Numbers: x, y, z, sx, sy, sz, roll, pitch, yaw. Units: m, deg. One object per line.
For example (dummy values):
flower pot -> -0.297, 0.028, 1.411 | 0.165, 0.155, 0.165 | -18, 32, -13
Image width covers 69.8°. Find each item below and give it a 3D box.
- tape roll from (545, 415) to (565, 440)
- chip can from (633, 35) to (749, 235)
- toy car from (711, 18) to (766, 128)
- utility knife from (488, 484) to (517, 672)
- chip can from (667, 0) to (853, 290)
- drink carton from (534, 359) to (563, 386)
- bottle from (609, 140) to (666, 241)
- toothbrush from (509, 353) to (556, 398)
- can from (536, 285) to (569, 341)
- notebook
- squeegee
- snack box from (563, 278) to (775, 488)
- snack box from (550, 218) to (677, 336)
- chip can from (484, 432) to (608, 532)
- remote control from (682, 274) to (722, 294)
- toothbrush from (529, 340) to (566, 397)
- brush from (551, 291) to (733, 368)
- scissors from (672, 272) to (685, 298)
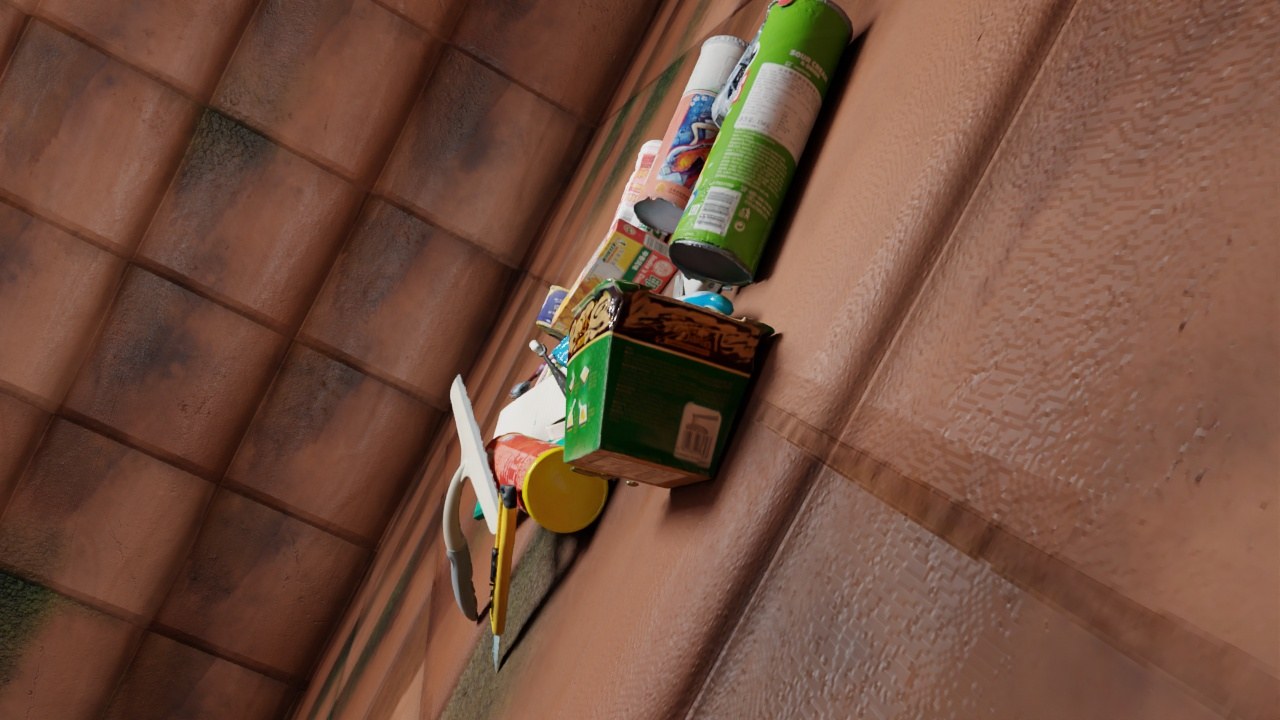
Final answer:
tape roll -> -0.042, 0.047, 0.810 | 0.086, 0.014, 0.086 | -23, 2, 1
chip can -> 0.061, -0.235, 0.962 | 0.214, 0.071, 0.071 | -67, 14, -19
toy car -> 0.114, -0.263, 0.854 | 0.121, 0.054, 0.036 | -57, 11, 18
utility knife -> -0.122, 0.190, 0.794 | 0.033, 0.015, 0.197 | -125, 39, -60
chip can -> 0.094, -0.171, 0.709 | 0.235, 0.072, 0.072 | -67, 14, -16
drink carton -> -0.119, 0.060, 1.130 | 0.122, 0.045, 0.053 | -62, 12, 3
bottle -> 0.000, -0.153, 1.060 | 0.196, 0.068, 0.068 | -69, 13, -6
toothbrush -> -0.118, 0.003, 1.189 | 0.017, 0.016, 0.187 | -25, 12, 33
can -> -0.081, -0.048, 1.099 | 0.148, 0.074, 0.049 | 78, -144, -84
notebook -> -0.118, 0.085, 1.034 | 0.210, 0.012, 0.150 | -33, 38, 44
squeegee -> -0.184, 0.182, 0.949 | 0.246, 0.039, 0.247 | -122, 32, -52
snack box -> 0.008, 0.024, 0.600 | 0.118, 0.118, 0.105 | 147, 135, -66
snack box -> -0.028, -0.073, 0.972 | 0.156, 0.077, 0.027 | -52, 17, 40
chip can -> -0.097, 0.107, 0.850 | 0.073, 0.073, 0.217 | -65, 19, -10
remote control -> 0.058, -0.093, 0.805 | 0.056, 0.019, 0.135 | -57, 14, 23
toothbrush -> -0.098, 0.012, 1.036 | 0.015, 0.018, 0.181 | -51, 29, 4
brush -> -0.007, -0.019, 0.778 | 0.109, 0.060, 0.314 | -55, 15, -2
scissors -> 0.038, -0.048, 0.819 | 0.173, 0.014, 0.141 | -66, 12, -25
